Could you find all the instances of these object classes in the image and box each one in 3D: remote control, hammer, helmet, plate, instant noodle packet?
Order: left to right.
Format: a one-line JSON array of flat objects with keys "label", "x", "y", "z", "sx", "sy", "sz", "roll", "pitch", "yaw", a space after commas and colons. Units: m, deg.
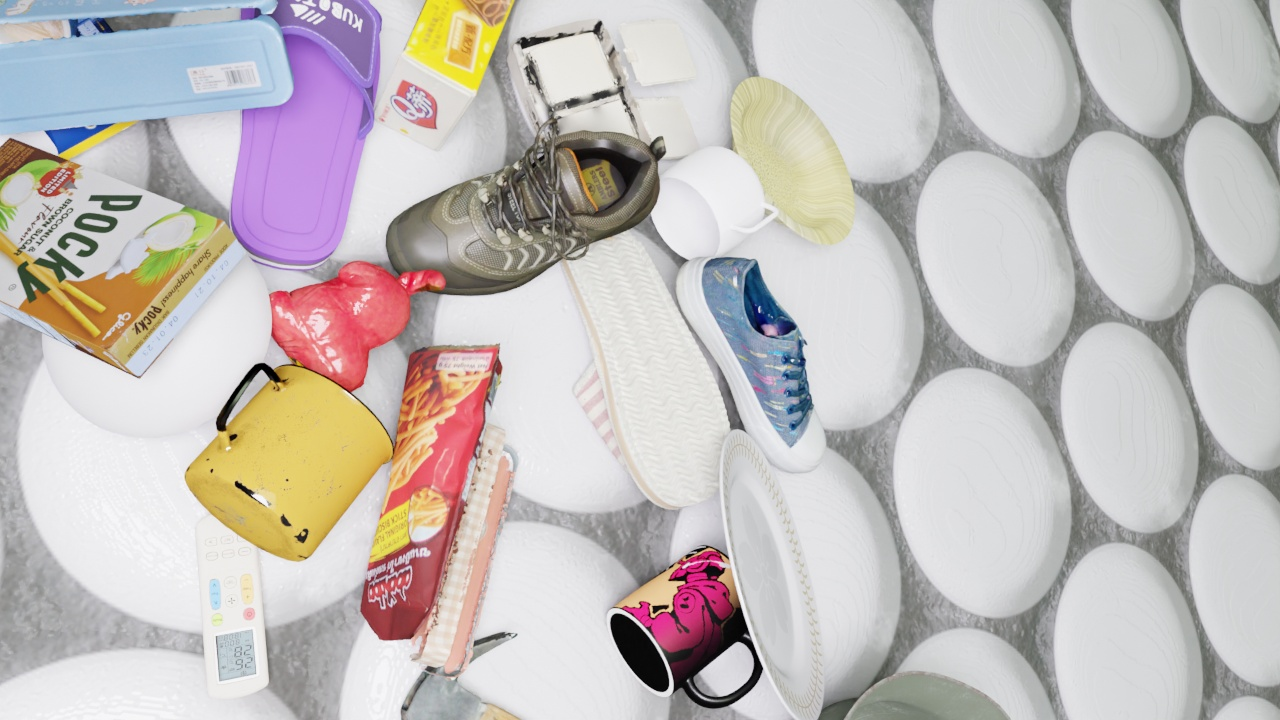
[{"label": "instant noodle packet", "x": -0.408, "y": -0.216, "z": 0.640, "sx": 0.086, "sy": 0.026, "sz": 0.134, "roll": -42, "pitch": 100, "yaw": -25}, {"label": "remote control", "x": -0.281, "y": 0.166, "z": 0.629, "sx": 0.038, "sy": 0.018, "sz": 0.125, "roll": -4, "pitch": 81, "yaw": -29}, {"label": "hammer", "x": -0.036, "y": 0.328, "z": 0.722, "sx": 0.330, "sy": 0.033, "sz": 0.132, "roll": 35, "pitch": 63, "yaw": -19}, {"label": "plate", "x": 0.106, "y": 0.176, "z": 0.764, "sx": 0.242, "sy": 0.016, "sz": 0.242, "roll": -18, "pitch": 90, "yaw": -72}, {"label": "plate", "x": 0.143, "y": -0.193, "z": 0.922, "sx": 0.184, "sy": 0.036, "sz": 0.184, "roll": 21, "pitch": 57, "yaw": -36}, {"label": "helmet", "x": 0.208, "y": 0.389, "z": 0.769, "sx": 0.268, "sy": 0.154, "sz": 0.226, "roll": 42, "pitch": 61, "yaw": -10}]

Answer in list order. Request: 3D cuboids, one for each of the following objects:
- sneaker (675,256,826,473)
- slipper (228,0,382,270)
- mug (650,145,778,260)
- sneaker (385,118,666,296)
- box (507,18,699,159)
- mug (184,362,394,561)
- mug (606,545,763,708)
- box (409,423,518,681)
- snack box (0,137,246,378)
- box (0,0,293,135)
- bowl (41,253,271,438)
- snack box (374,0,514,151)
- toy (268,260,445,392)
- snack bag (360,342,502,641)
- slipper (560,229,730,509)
[{"label": "sneaker", "x": 0.122, "y": 0.001, "z": 0.833, "sx": 0.235, "sy": 0.079, "sz": 0.087, "roll": 58, "pitch": 46, "yaw": -19}, {"label": "slipper", "x": -0.250, "y": -0.207, "z": 0.692, "sx": 0.107, "sy": 0.084, "sz": 0.266, "roll": 9, "pitch": 74, "yaw": -27}, {"label": "mug", "x": 0.070, "y": -0.141, "z": 0.839, "sx": 0.067, "sy": 0.116, "sz": 0.094, "roll": -38, "pitch": 135, "yaw": -30}, {"label": "sneaker", "x": -0.079, "y": -0.118, "z": 0.716, "sx": 0.237, "sy": 0.143, "sz": 0.101, "roll": -23, "pitch": 91, "yaw": -14}, {"label": "box", "x": -0.021, "y": -0.240, "z": 0.850, "sx": 0.187, "sy": 0.058, "sz": 0.144, "roll": -20, "pitch": 90, "yaw": -28}, {"label": "mug", "x": -0.238, "y": 0.063, "z": 0.607, "sx": 0.093, "sy": 0.101, "sz": 0.124, "roll": -58, "pitch": 145, "yaw": -36}, {"label": "mug", "x": 0.047, "y": 0.225, "z": 0.749, "sx": 0.098, "sy": 0.082, "sz": 0.118, "roll": -29, "pitch": 63, "yaw": -31}, {"label": "box", "x": -0.126, "y": 0.138, "z": 0.684, "sx": 0.071, "sy": 0.057, "sz": 0.186, "roll": 41, "pitch": 49, "yaw": -45}, {"label": "snack box", "x": -0.355, "y": -0.068, "z": 0.571, "sx": 0.186, "sy": 0.032, "sz": 0.100, "roll": 21, "pitch": 64, "yaw": 17}, {"label": "box", "x": -0.347, "y": -0.211, "z": 0.619, "sx": 0.209, "sy": 0.073, "sz": 0.085, "roll": -9, "pitch": 52, "yaw": -12}, {"label": "bowl", "x": -0.323, "y": -0.026, "z": 0.598, "sx": 0.149, "sy": 0.043, "sz": 0.149, "roll": 0, "pitch": 77, "yaw": 0}, {"label": "snack box", "x": -0.141, "y": -0.300, "z": 0.758, "sx": 0.061, "sy": 0.110, "sz": 0.229, "roll": 25, "pitch": 68, "yaw": -21}, {"label": "toy", "x": -0.201, "y": -0.022, "z": 0.677, "sx": 0.133, "sy": 0.088, "sz": 0.094, "roll": -24, "pitch": 91, "yaw": -10}, {"label": "snack bag", "x": -0.148, "y": 0.095, "z": 0.654, "sx": 0.066, "sy": 0.139, "sz": 0.207, "roll": 20, "pitch": 67, "yaw": -29}, {"label": "slipper", "x": -0.005, "y": 0.005, "z": 0.801, "sx": 0.114, "sy": 0.052, "sz": 0.262, "roll": -14, "pitch": 75, "yaw": -27}]
